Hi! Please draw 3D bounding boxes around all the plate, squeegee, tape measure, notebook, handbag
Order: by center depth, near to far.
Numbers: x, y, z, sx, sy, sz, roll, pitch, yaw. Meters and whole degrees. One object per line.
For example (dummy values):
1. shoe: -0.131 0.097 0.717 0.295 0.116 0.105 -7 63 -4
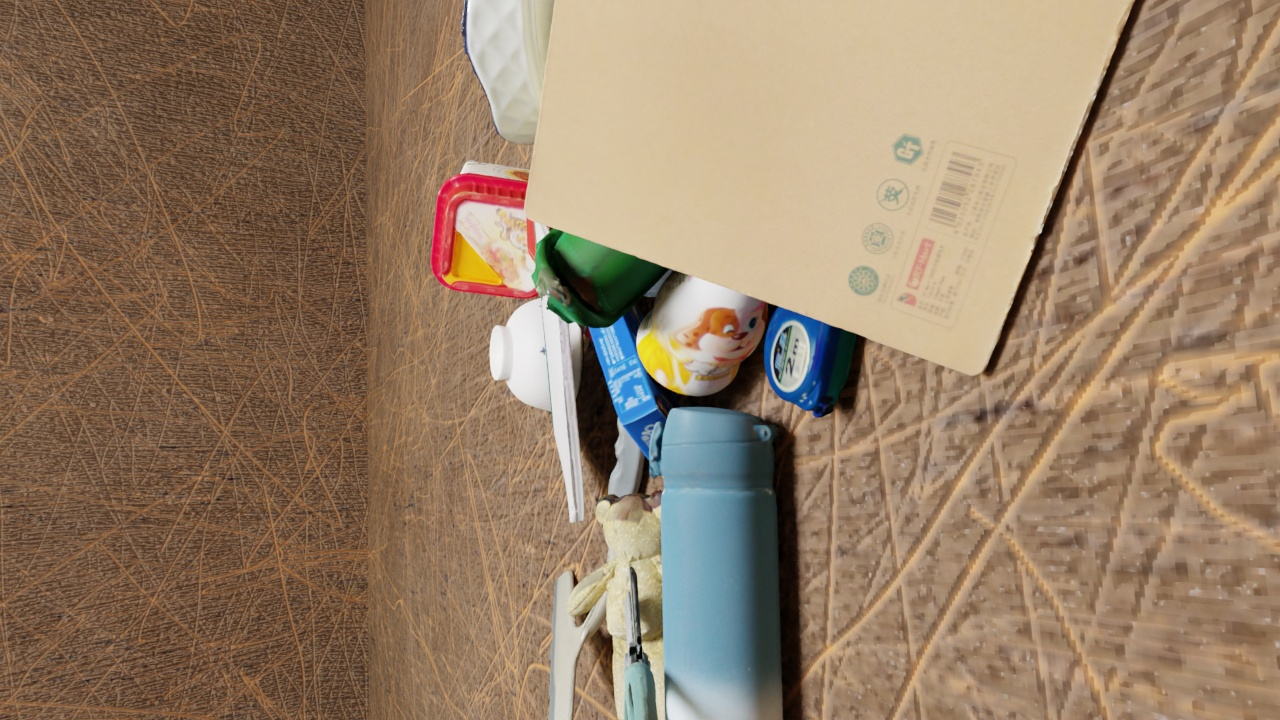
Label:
1. notebook: 0.054 -0.094 0.352 0.208 0.008 0.148 21 117 19
2. tape measure: 0.083 -0.006 0.444 0.054 0.025 0.058 -143 61 -65
3. handbag: 0.000 -0.081 0.488 0.131 0.068 0.120 -43 1 14
4. plate: -0.063 -0.256 0.659 0.204 0.045 0.205 8 -91 -76
5. squeegee: -0.023 0.134 0.686 0.246 0.039 0.247 -101 25 -71
6. notebook: -0.066 -0.002 0.713 0.150 0.012 0.209 -116 21 -63

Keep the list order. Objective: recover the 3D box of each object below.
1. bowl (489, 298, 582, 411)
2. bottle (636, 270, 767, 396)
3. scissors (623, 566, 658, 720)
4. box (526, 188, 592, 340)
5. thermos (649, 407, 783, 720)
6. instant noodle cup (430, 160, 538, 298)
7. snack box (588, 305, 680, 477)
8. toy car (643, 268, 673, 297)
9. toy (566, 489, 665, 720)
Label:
1. bowl: -0.102 -0.007 0.843 0.118 0.064 0.118 -179 90 -68
2. bottle: 0.040 -0.029 0.499 0.109 0.063 0.063 119 145 -50
3. scissors: 0.000 0.211 0.507 0.173 0.019 0.178 -101 9 -61
4. box: -0.048 -0.090 0.742 0.201 0.048 0.087 -127 33 -56
5. thermos: 0.042 0.134 0.488 0.070 0.070 0.220 168 101 -67
6. instant noodle cup: -0.139 -0.134 0.891 0.124 0.116 0.117 -103 23 -59
7. snack box: -0.003 0.003 0.588 0.084 0.026 0.157 56 -170 -44
8. toy car: 0.016 -0.097 0.571 0.037 0.054 0.121 -127 42 -59
9. toy: 0.005 0.163 0.596 0.105 0.066 0.157 -8 85 35
